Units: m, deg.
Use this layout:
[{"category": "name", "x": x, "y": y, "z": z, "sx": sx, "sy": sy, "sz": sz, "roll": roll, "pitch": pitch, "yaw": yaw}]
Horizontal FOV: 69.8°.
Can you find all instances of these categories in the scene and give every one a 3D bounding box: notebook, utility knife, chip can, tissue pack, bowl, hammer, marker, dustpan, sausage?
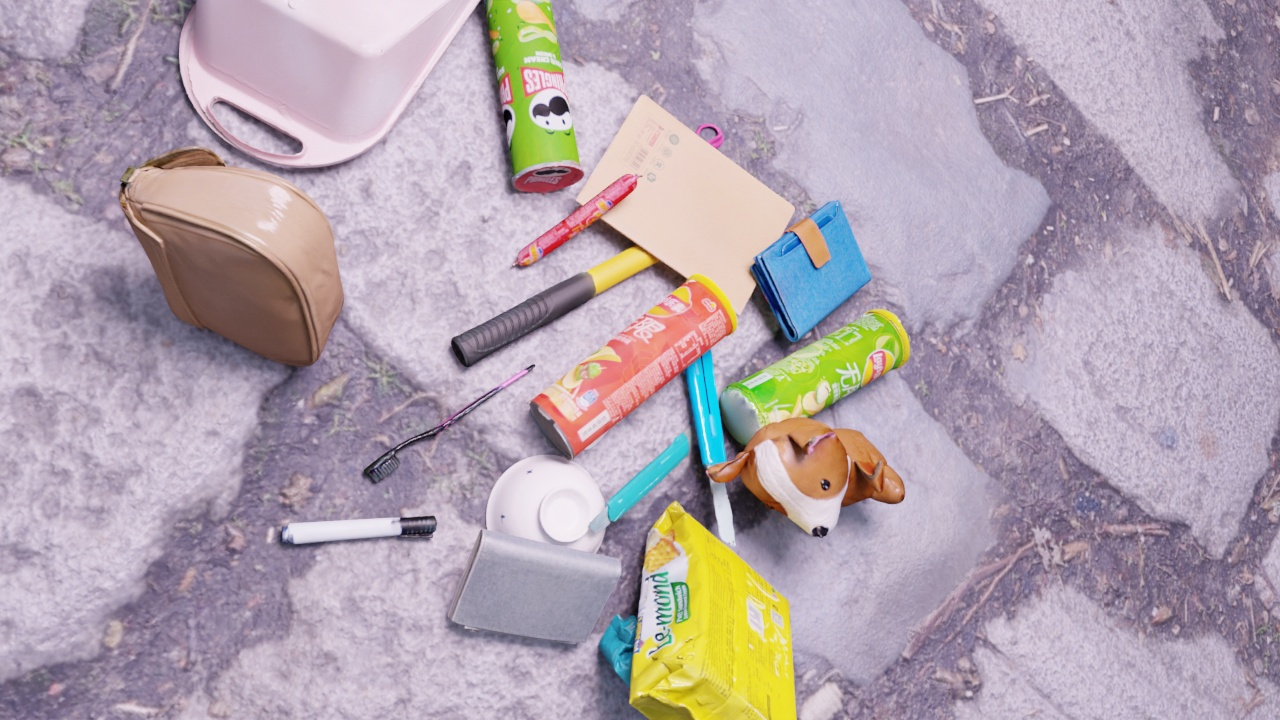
[{"category": "notebook", "x": 0.052, "y": -0.162, "z": 0.954, "sx": 0.207, "sy": 0.008, "sz": 0.147, "roll": 34, "pitch": 69, "yaw": -13}, {"category": "utility knife", "x": 0.071, "y": 0.078, "z": 0.917, "sx": 0.034, "sy": 0.018, "sz": 0.218, "roll": 6, "pitch": 65, "yaw": -32}, {"category": "chip can", "x": -0.005, "y": 0.005, "z": 0.886, "sx": 0.216, "sy": 0.073, "sz": 0.073, "roll": -39, "pitch": 95, "yaw": -18}, {"category": "tissue pack", "x": 0.018, "y": 0.291, "z": 0.835, "sx": 0.050, "sy": 0.093, "sz": 0.133, "roll": -41, "pitch": 95, "yaw": -11}, {"category": "utility knife", "x": 0.003, "y": 0.114, "z": 0.880, "sx": 0.175, "sy": 0.013, "sz": 0.029, "roll": -36, "pitch": 123, "yaw": -47}, {"category": "chip can", "x": -0.111, "y": -0.290, "z": 0.917, "sx": 0.072, "sy": 0.072, "sz": 0.236, "roll": -7, "pitch": 81, "yaw": -23}, {"category": "bowl", "x": -0.077, "y": 0.143, "z": 0.844, "sx": 0.118, "sy": 0.065, "sz": 0.118, "roll": 4, "pitch": 78, "yaw": -21}, {"category": "hammer", "x": -0.053, "y": -0.077, "z": 0.917, "sx": 0.300, "sy": 0.033, "sz": 0.129, "roll": -31, "pitch": 91, "yaw": -24}, {"category": "marker", "x": -0.244, "y": 0.149, "z": 0.801, "sx": 0.130, "sy": 0.018, "sz": 0.022, "roll": -1, "pitch": 89, "yaw": -22}, {"category": "chip can", "x": 0.184, "y": 0.018, "z": 0.970, "sx": 0.220, "sy": 0.073, "sz": 0.072, "roll": -26, "pitch": 89, "yaw": -24}, {"category": "dustpan", "x": -0.295, "y": -0.319, "z": 0.856, "sx": 0.222, "sy": 0.139, "sz": 0.272, "roll": 30, "pitch": 51, "yaw": -3}, {"category": "sausage", "x": -0.062, "y": -0.136, "z": 0.899, "sx": 0.156, "sy": 0.020, "sz": 0.020, "roll": -35, "pitch": 94, "yaw": 5}]

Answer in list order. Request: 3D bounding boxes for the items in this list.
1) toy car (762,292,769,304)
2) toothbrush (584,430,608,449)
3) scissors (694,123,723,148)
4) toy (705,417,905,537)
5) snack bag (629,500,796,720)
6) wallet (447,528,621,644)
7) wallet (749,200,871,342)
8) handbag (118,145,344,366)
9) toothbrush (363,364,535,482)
[{"category": "toy car", "x": 0.171, "y": -0.101, "z": 1.010, "sx": 0.049, "sy": 0.031, "sz": 0.106, "roll": 35, "pitch": 72, "yaw": -24}, {"category": "toothbrush", "x": -0.001, "y": 0.023, "z": 0.928, "sx": 0.016, "sy": 0.016, "sz": 0.179, "roll": 38, "pitch": 69, "yaw": 7}, {"category": "scissors", "x": 0.055, "y": -0.212, "z": 0.990, "sx": 0.133, "sy": 0.017, "sz": 0.134, "roll": -38, "pitch": 85, "yaw": -33}, {"category": "toy", "x": 0.167, "y": 0.115, "z": 0.895, "sx": 0.199, "sy": 0.140, "sz": 0.130, "roll": 29, "pitch": 39, "yaw": -48}, {"category": "snack bag", "x": 0.072, "y": 0.246, "z": 0.809, "sx": 0.158, "sy": 0.068, "sz": 0.246, "roll": 44, "pitch": 23, "yaw": -17}, {"category": "wallet", "x": -0.096, "y": 0.204, "z": 0.818, "sx": 0.129, "sy": 0.037, "sz": 0.107, "roll": 16, "pitch": 115, "yaw": -19}, {"category": "wallet", "x": 0.185, "y": -0.098, "z": 0.980, "sx": 0.132, "sy": 0.040, "sz": 0.106, "roll": -37, "pitch": 108, "yaw": -28}, {"category": "handbag", "x": -0.311, "y": -0.080, "z": 0.725, "sx": 0.148, "sy": 0.205, "sz": 0.099, "roll": 19, "pitch": 61, "yaw": -4}, {"category": "toothbrush", "x": -0.172, "y": 0.055, "z": 0.853, "sx": 0.188, "sy": 0.014, "sz": 0.018, "roll": -34, "pitch": 103, "yaw": -25}]
